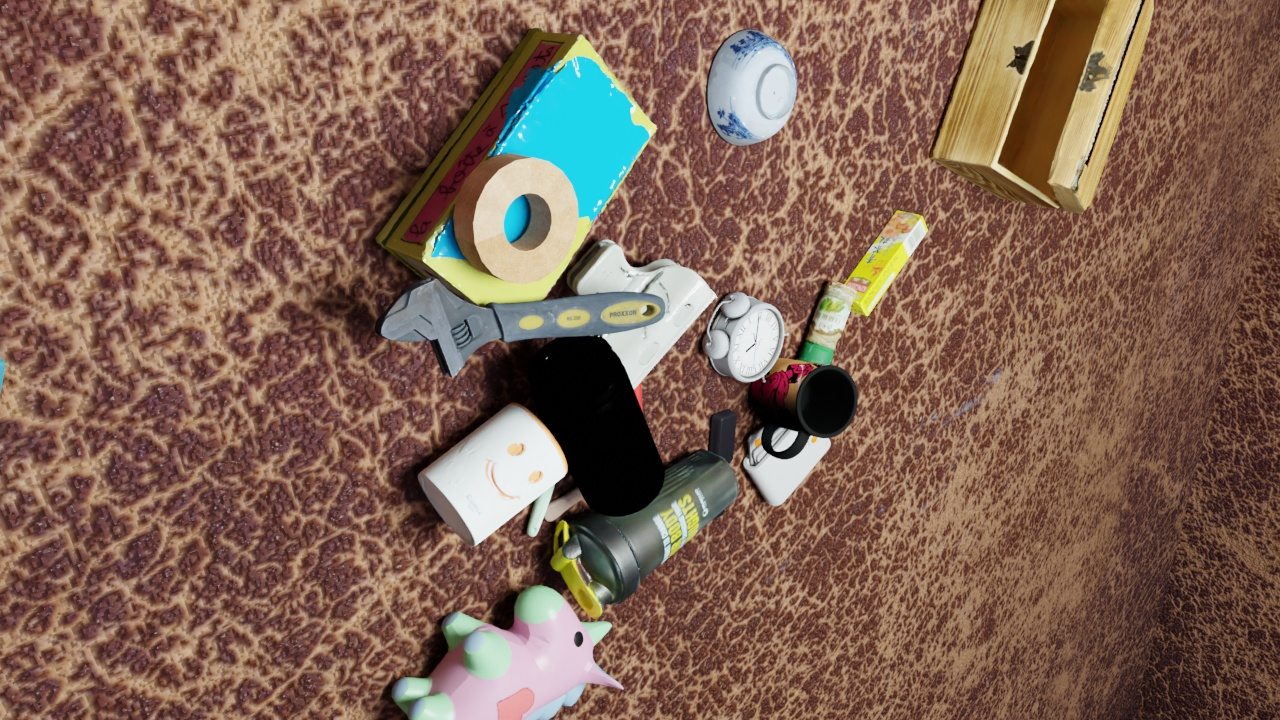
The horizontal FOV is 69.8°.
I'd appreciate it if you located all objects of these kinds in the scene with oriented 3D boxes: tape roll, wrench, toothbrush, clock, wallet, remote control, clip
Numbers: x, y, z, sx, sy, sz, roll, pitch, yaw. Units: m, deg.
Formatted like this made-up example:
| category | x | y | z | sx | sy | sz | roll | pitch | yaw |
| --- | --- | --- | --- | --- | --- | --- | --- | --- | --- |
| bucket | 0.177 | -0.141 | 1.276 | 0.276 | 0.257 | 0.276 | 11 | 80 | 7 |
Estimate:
| category | x | y | z | sx | sy | sz | roll | pitch | yaw |
| --- | --- | --- | --- | --- | --- | --- | --- | --- | --- |
| tape roll | -0.092 | -0.106 | 0.685 | 0.093 | 0.027 | 0.094 | -18 | 118 | -37 |
| wrench | -0.083 | -0.034 | 0.727 | 0.272 | 0.022 | 0.073 | -8 | 106 | -41 |
| toothbrush | -0.083 | 0.101 | 0.901 | 0.022 | 0.015 | 0.155 | 16 | 96 | -26 |
| clock | 0.113 | -0.027 | 1.018 | 0.122 | 0.035 | 0.094 | 30 | 86 | -47 |
| wallet | 0.178 | 0.106 | 1.139 | 0.118 | 0.037 | 0.115 | -47 | 133 | -13 |
| remote control | 0.094 | 0.124 | 1.080 | 0.032 | 0.015 | 0.136 | -16 | 118 | -39 |
| clip | 0.002 | -0.045 | 0.861 | 0.126 | 0.101 | 0.152 | -49 | 139 | -4 |

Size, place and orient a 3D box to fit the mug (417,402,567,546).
| category | x | y | z | sx | sy | sz | roll | pitch | yaw |
| --- | --- | --- | --- | --- | --- | --- | --- | --- | --- |
| mug | -0.130 | 0.100 | 0.809 | 0.105 | 0.082 | 0.082 | -38 | 130 | -24 |

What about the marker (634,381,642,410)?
| category | x | y | z | sx | sy | sz | roll | pitch | yaw |
| --- | --- | --- | --- | --- | --- | --- | --- | --- | --- |
| marker | -0.006 | 0.005 | 0.936 | 0.012 | 0.013 | 0.142 | -21 | 120 | -36 |

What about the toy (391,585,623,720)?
| category | x | y | z | sx | sy | sz | roll | pitch | yaw |
| --- | --- | --- | --- | --- | --- | --- | --- | --- | --- |
| toy | -0.133 | 0.316 | 0.888 | 0.221 | 0.120 | 0.171 | -51 | 125 | -15 |

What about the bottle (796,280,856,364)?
| category | x | y | z | sx | sy | sz | roll | pitch | yaw |
| --- | --- | --- | --- | --- | --- | --- | --- | --- | --- |
| bottle | 0.227 | -0.040 | 1.116 | 0.043 | 0.043 | 0.111 | 16 | 96 | -46 |

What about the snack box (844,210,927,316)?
| category | x | y | z | sx | sy | sz | roll | pitch | yaw |
| --- | --- | --- | --- | --- | --- | --- | --- | --- | --- |
| snack box | 0.304 | -0.123 | 1.155 | 0.147 | 0.040 | 0.029 | -53 | 134 | -13 |

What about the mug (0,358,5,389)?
| category | x | y | z | sx | sy | sz | roll | pitch | yaw |
| --- | --- | --- | --- | --- | --- | --- | --- | --- | --- |
| mug | -0.424 | 0.030 | 0.508 | 0.112 | 0.084 | 0.104 | 24 | 84 | -18 |

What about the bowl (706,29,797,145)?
| category | x | y | z | sx | sy | sz | roll | pitch | yaw |
| --- | --- | --- | --- | --- | --- | --- | --- | --- | --- |
| bowl | 0.121 | -0.268 | 0.913 | 0.114 | 0.045 | 0.114 | -19 | 120 | -37 |

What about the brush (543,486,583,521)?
| category | x | y | z | sx | sy | sz | roll | pitch | yaw |
| --- | --- | --- | --- | --- | --- | --- | --- | --- | --- |
| brush | -0.047 | 0.122 | 0.949 | 0.135 | 0.015 | 0.050 | -32 | 131 | -23 |

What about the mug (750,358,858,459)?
| category | x | y | z | sx | sy | sz | roll | pitch | yaw |
| --- | --- | --- | --- | --- | --- | --- | --- | --- | --- |
| mug | 0.179 | 0.058 | 1.053 | 0.082 | 0.098 | 0.118 | 28 | 83 | -24 |

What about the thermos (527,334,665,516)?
| category | x | y | z | sx | sy | sz | roll | pitch | yaw |
| --- | --- | --- | --- | --- | --- | --- | --- | --- | --- |
| thermos | -0.041 | 0.054 | 0.837 | 0.086 | 0.086 | 0.199 | -44 | 141 | -21 |

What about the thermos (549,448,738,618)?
| category | x | y | z | sx | sy | sz | roll | pitch | yaw |
| --- | --- | --- | --- | --- | --- | --- | --- | --- | --- |
| thermos | 0.006 | 0.172 | 0.968 | 0.220 | 0.098 | 0.098 | -30 | 126 | -36 |

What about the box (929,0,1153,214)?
| category | x | y | z | sx | sy | sz | roll | pitch | yaw |
| --- | --- | --- | --- | --- | --- | --- | --- | --- | --- |
| box | 0.552 | -0.348 | 1.191 | 0.250 | 0.192 | 0.279 | 8 | 100 | -47 |

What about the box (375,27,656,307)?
| category | x | y | z | sx | sy | sz | roll | pitch | yaw |
| --- | --- | --- | --- | --- | --- | --- | --- | --- | --- |
| box | -0.094 | -0.145 | 0.743 | 0.124 | 0.079 | 0.220 | 40 | 77 | -45 |
